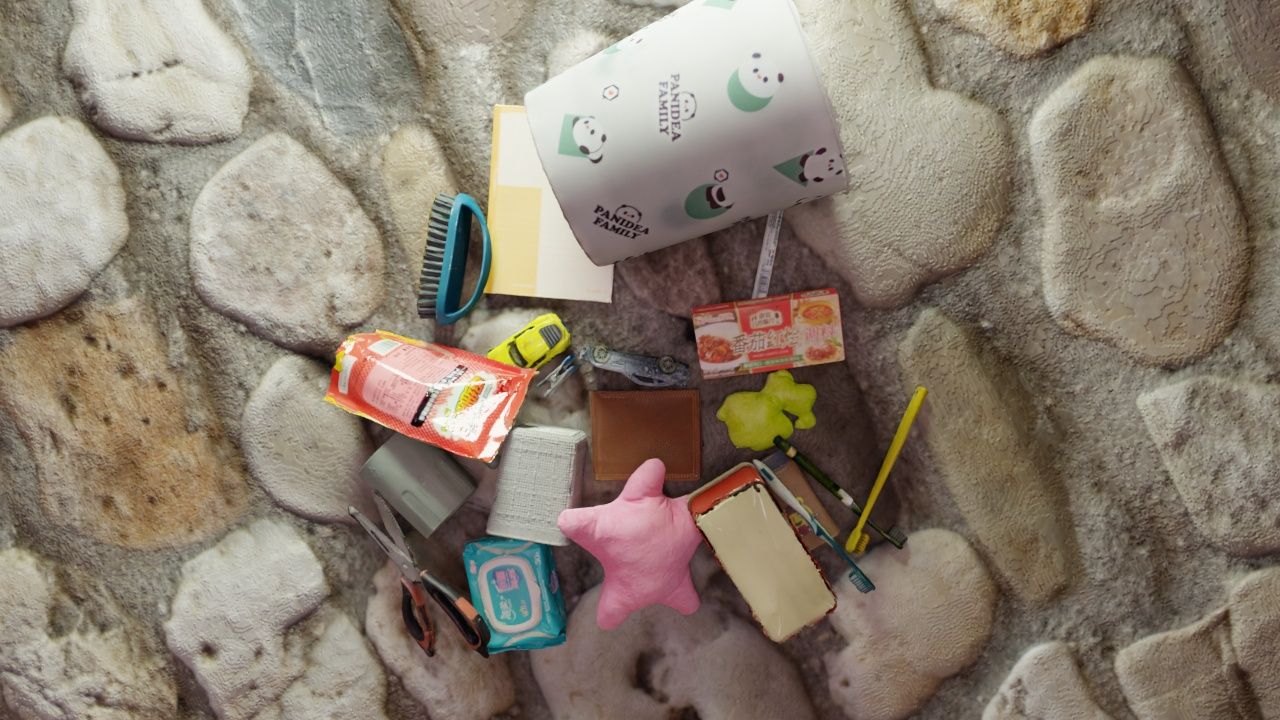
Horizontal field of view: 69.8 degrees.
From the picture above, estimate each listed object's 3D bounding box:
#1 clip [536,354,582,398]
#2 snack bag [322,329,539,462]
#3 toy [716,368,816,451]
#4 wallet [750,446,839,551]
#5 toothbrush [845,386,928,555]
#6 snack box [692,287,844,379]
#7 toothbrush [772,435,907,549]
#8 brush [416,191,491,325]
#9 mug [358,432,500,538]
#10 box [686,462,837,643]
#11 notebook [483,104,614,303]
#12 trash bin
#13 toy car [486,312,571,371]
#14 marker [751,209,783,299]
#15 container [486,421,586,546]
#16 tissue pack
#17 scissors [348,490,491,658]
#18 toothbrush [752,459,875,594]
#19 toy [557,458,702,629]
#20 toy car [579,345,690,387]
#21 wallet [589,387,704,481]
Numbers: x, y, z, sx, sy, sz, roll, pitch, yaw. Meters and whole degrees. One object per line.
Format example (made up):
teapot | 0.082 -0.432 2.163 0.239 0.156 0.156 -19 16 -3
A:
clip | -0.089 0.018 1.007 0.058 0.025 0.036 -41 83 12
snack bag | -0.224 0.032 0.975 0.208 0.073 0.128 17 53 16
toy | 0.137 0.057 0.982 0.096 0.031 0.100 31 96 1
wallet | 0.148 0.160 0.989 0.090 0.033 0.115 -32 94 6
toothbrush | 0.262 0.117 0.968 0.016 0.016 0.190 25 87 -13
snack box | 0.135 -0.028 0.970 0.153 0.025 0.075 -8 109 7
toothbrush | 0.214 0.139 0.976 0.186 0.012 0.017 40 90 -7
brush | -0.198 -0.108 0.993 0.073 0.055 0.144 11 95 7
mug | -0.227 0.117 1.008 0.103 0.084 0.123 45 72 0
box | 0.123 0.199 0.934 0.091 0.078 0.168 -32 102 3
notebook | -0.095 -0.171 1.000 0.146 0.010 0.206 5 94 5
trash bin | 0.041 -0.220 0.877 0.252 0.229 0.229 -21 92 9
toy car | -0.126 -0.010 1.005 0.105 0.032 0.048 -34 90 9
marker | 0.138 -0.128 0.976 0.017 0.017 0.145 11 95 5
container | -0.107 0.129 0.986 0.090 0.090 0.114 8 92 5
tissue pack | -0.138 0.256 1.016 0.093 0.050 0.133 -12 93 6
scissors | -0.243 0.245 1.005 0.189 0.015 0.227 16 123 27
toothbrush | 0.181 0.176 0.967 0.018 0.016 0.191 -42 94 14
toy | 0.015 0.199 0.977 0.178 0.074 0.195 -27 113 -16
toy car | -0.006 0.006 0.982 0.121 0.054 0.037 12 93 5
wallet | 0.007 0.080 0.999 0.124 0.032 0.101 -1 91 5
